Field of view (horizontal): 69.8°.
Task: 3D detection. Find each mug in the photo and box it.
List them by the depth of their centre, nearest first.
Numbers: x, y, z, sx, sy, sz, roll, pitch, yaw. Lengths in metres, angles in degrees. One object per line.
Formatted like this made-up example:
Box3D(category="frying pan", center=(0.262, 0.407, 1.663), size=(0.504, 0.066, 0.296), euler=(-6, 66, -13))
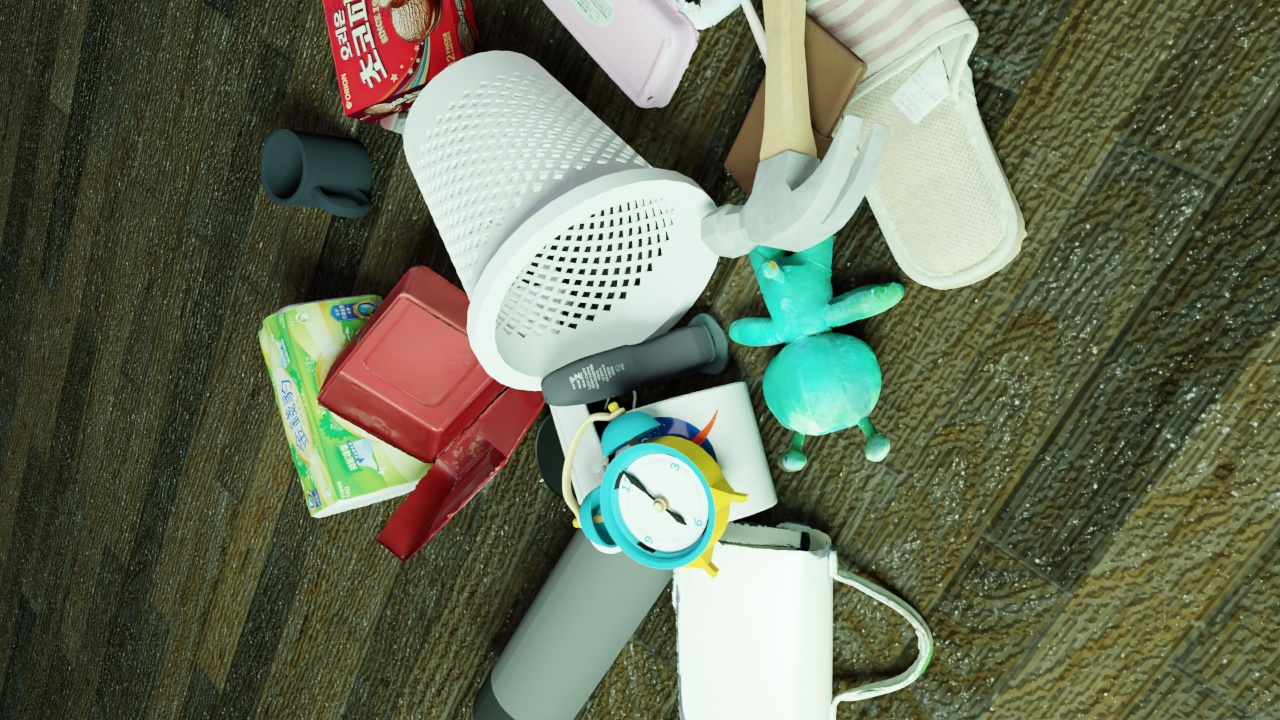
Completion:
Box3D(category="mug", center=(0.031, 0.074, 0.674), size=(0.122, 0.090, 0.090), euler=(-18, 84, 36))
Box3D(category="mug", center=(-0.305, -0.174, 0.890), size=(0.105, 0.077, 0.071), euler=(46, 118, 22))

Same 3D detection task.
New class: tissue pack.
Box3D(category="tissue pack", center=(-0.298, 0.051, 0.893), size=(0.142, 0.120, 0.197), euler=(-27, 73, 48))

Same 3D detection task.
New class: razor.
Box3D(category="razor", center=(-0.004, 0.004, 0.680), size=(0.052, 0.142, 0.047), euler=(139, 114, -73))

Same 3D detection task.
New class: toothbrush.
Box3D(category="toothbrush", center=(0.088, -0.222, 0.634), size=(0.018, 0.016, 0.181), euler=(-24, 95, -5))

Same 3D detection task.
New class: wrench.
Box3D(category="wrench", center=(-0.061, 0.026, 0.723), size=(0.066, 0.018, 0.273), euler=(-23, 61, 1))

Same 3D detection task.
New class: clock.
Box3D(category="clock", center=(0.004, 0.089, 0.613), size=(0.130, 0.043, 0.099), euler=(25, 108, 23))
Box3D(category="clock", center=(-0.040, 0.063, 0.751), size=(0.091, 0.042, 0.121), euler=(32, 112, 28))

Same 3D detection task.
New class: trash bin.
Box3D(category="trash bin", center=(-0.075, -0.117, 0.684), size=(0.196, 0.195, 0.199), euler=(-52, 57, 27))

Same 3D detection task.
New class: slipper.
Box3D(category="slipper", center=(0.164, -0.173, 0.582), size=(0.115, 0.052, 0.263), euler=(-23, 82, 35))

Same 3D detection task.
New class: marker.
Box3D(category="marker", center=(-0.155, 0.060, 0.851), size=(0.152, 0.011, 0.011), euler=(-41, 72, 30))

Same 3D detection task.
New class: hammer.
Box3D(category="hammer", center=(0.091, -0.232, 0.578), size=(0.131, 0.039, 0.328), euler=(-11, 76, 56))

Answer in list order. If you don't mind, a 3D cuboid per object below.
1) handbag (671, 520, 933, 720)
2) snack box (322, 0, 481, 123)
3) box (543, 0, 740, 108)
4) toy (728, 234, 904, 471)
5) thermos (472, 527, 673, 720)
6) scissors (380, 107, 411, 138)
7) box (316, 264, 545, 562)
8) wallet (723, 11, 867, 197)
Box3D(category="handbag", center=(0.116, 0.194, 0.653), size=(0.176, 0.074, 0.151), euler=(0, 96, 16))
Box3D(category="snack box", center=(-0.218, -0.311, 0.827), size=(0.133, 0.035, 0.152), euler=(-13, 87, 24))
Box3D(category="box", center=(-0.012, -0.303, 0.684), size=(0.201, 0.066, 0.154), euler=(52, 119, 18))
Box3D(category="toy", center=(0.113, -0.019, 0.626), size=(0.131, 0.072, 0.193), euler=(-20, 74, 35))
Box3D(category="thermos", center=(-0.053, 0.218, 0.752), size=(0.082, 0.082, 0.241), euler=(42, 116, 24))
Box3D(category="scissors", center=(-0.232, -0.253, 0.870), size=(0.185, 0.015, 0.179), euler=(20, 106, 31))
Box3D(category="box", center=(-0.185, 0.034, 0.767), size=(0.170, 0.156, 0.157), euler=(44, 118, -4))
Box3D(category="wallet", center=(0.097, -0.159, 0.608), size=(0.087, 0.013, 0.121), euler=(62, 139, 40))
